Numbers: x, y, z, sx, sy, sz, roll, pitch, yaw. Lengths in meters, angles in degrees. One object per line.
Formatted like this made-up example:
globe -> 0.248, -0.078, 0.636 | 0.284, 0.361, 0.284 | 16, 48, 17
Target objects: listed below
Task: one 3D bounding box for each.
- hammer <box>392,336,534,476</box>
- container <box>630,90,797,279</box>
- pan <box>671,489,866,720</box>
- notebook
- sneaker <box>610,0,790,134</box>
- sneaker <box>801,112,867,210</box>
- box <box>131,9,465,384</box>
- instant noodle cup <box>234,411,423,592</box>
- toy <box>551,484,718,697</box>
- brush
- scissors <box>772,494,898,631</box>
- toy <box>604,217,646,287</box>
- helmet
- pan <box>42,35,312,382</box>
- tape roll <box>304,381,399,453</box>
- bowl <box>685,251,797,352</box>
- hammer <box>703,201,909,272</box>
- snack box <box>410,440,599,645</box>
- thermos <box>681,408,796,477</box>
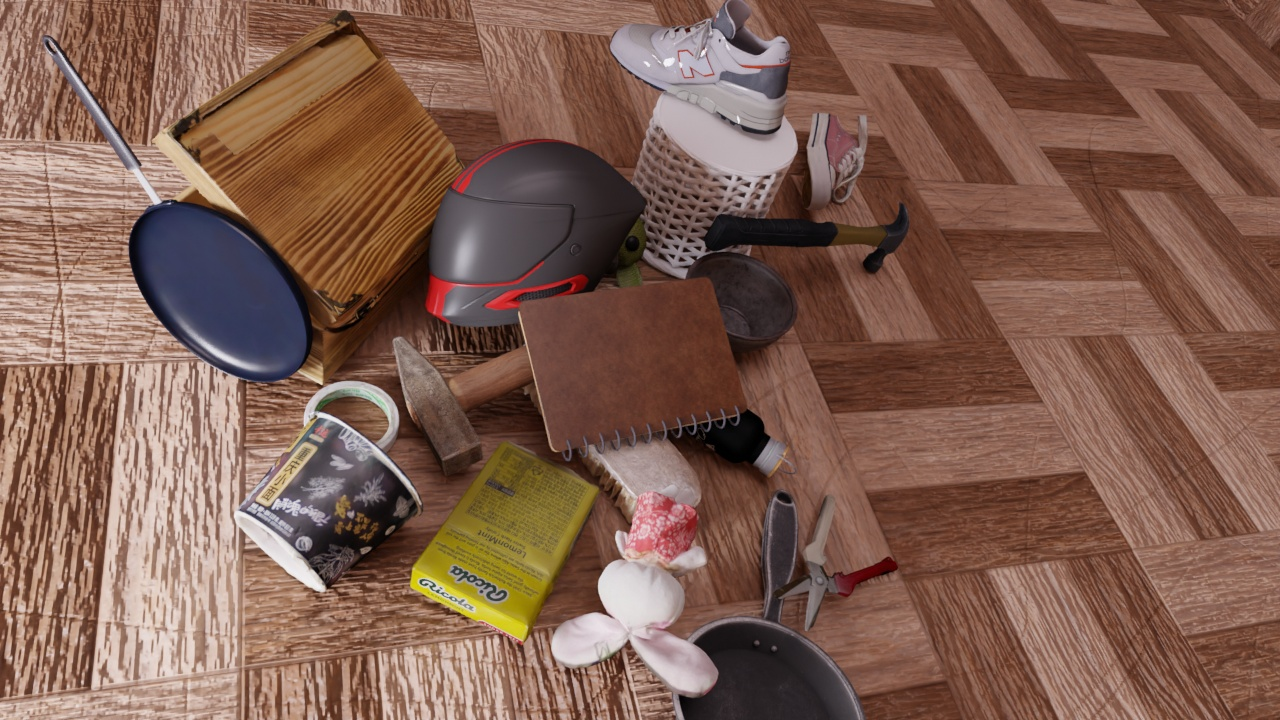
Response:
hammer -> -0.106, -0.009, 0.980 | 0.300, 0.037, 0.158 | -25, 61, -20
container -> 0.085, -0.234, 1.199 | 0.189, 0.187, 0.189 | 9, 50, -11
pan -> 0.128, 0.265, 0.897 | 0.187, 0.055, 0.355 | 18, 36, -3
notebook -> -0.006, 0.006, 0.963 | 0.225, 0.024, 0.167 | -10, 78, -25
sneaker -> 0.083, -0.379, 1.107 | 0.240, 0.125, 0.088 | 30, 48, 6
sneaker -> 0.293, -0.301, 1.382 | 0.088, 0.118, 0.240 | 7, 42, 9
box -> -0.329, -0.175, 0.968 | 0.269, 0.264, 0.278 | 29, 47, 3
instant noodle cup -> -0.283, 0.132, 0.820 | 0.137, 0.137, 0.112 | 34, 60, 10
toy -> 0.007, 0.204, 0.854 | 0.159, 0.084, 0.193 | 4, 59, 21
brush -> -0.036, 0.074, 0.991 | 0.083, 0.057, 0.271 | -30, 65, -30
scissors -> 0.201, 0.210, 0.960 | 0.194, 0.015, 0.179 | 17, 41, -25
toy -> -0.066, -0.153, 1.145 | 0.152, 0.078, 0.179 | -5, 78, -19
helmet -> -0.117, -0.153, 0.998 | 0.264, 0.170, 0.164 | -18, 29, -25
pan -> -0.430, -0.127, 0.848 | 0.199, 0.357, 0.021 | -6, 33, 28
tape roll -> -0.295, 0.063, 0.939 | 0.093, 0.018, 0.093 | 9, 49, -11
bowl -> 0.116, -0.061, 1.148 | 0.145, 0.067, 0.144 | 9, 50, -11
hammer -> 0.227, -0.166, 1.199 | 0.332, 0.118, 0.025 | -3, 51, -34
snack box -> -0.125, 0.170, 0.893 | 0.121, 0.045, 0.180 | 25, 45, 5
thermos -> 0.077, 0.062, 1.033 | 0.231, 0.061, 0.061 | 34, 49, 4
